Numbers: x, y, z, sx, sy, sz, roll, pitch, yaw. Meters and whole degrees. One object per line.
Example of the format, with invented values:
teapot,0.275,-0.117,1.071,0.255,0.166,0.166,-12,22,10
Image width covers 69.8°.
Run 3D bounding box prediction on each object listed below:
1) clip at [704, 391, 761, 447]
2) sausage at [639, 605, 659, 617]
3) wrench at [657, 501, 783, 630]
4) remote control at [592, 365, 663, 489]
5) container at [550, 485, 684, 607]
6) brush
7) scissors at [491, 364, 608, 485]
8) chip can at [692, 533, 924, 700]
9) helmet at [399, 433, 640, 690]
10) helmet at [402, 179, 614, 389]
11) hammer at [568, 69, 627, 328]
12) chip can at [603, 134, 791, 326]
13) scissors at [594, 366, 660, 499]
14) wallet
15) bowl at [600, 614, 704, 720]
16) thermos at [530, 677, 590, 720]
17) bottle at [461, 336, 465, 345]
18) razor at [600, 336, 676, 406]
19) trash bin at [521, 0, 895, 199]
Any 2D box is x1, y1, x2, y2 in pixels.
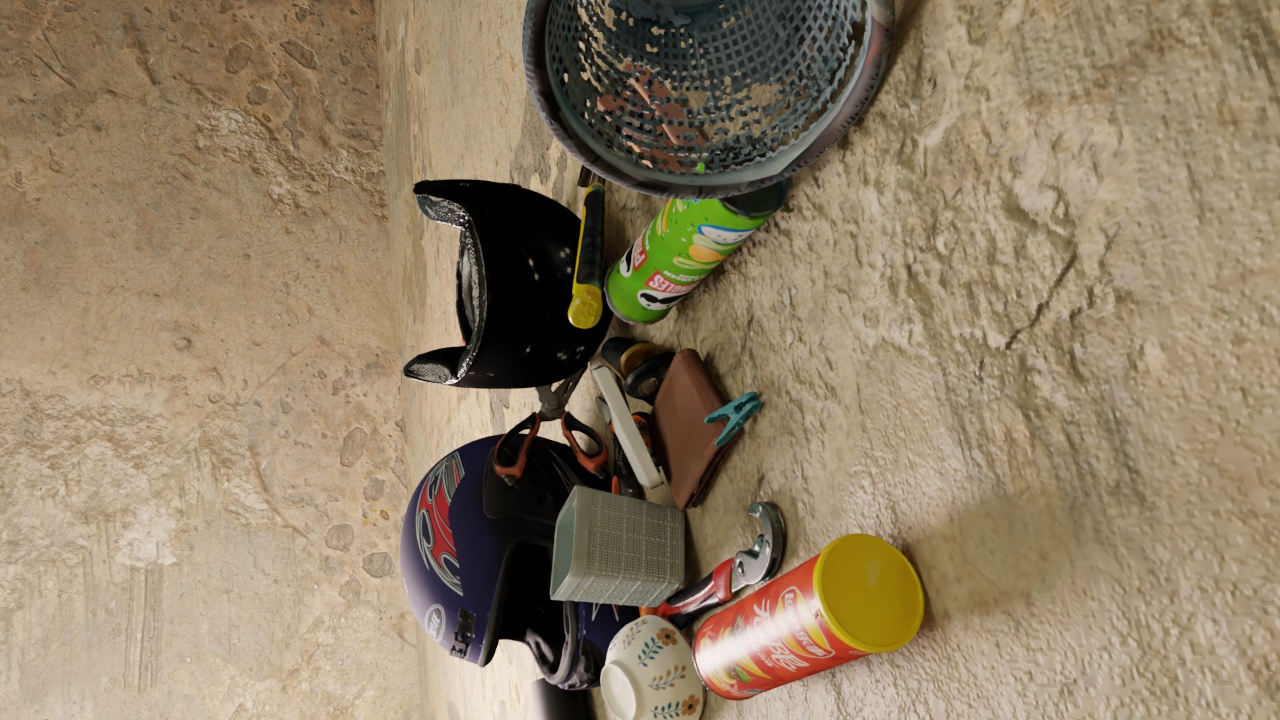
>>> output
clip,0.076,0.045,0.748,0.056,0.013,0.038,-43,54,28
sausage,0.011,0.269,0.942,0.021,0.021,0.165,141,124,-64
wrench,0.064,0.198,0.812,0.274,0.016,0.056,120,142,-53
remote control,-0.013,0.065,0.874,0.049,0.024,0.125,78,168,-79
container,-0.020,0.182,0.878,0.090,0.111,0.089,119,157,-53
brush,0.019,-0.199,0.812,0.145,0.063,0.073,57,157,34
scissors,-0.101,0.070,1.053,0.226,0.188,0.015,40,141,38
chip can,0.104,0.184,0.634,0.217,0.073,0.073,126,137,-57
helmet,-0.151,0.235,1.061,0.248,0.240,0.315,107,151,-43
helmet,-0.151,-0.083,1.050,0.274,0.230,0.234,-121,39,-70
hammer,-0.045,-0.155,0.925,0.126,0.032,0.322,110,167,-46
chip can,0.039,-0.102,0.777,0.237,0.072,0.072,139,126,-63
scissors,-0.015,0.083,0.999,0.229,0.021,0.220,151,120,-68
wallet,0.046,0.064,0.831,0.125,0.032,0.101,112,146,-46
bowl,0.002,0.308,0.876,0.114,0.062,0.113,18,113,49
thermos,-0.090,0.513,1.127,0.069,0.089,0.242,-44,49,40
bottle,-0.252,-0.055,1.527,0.206,0.059,0.059,156,111,-67
razor,-0.006,0.005,0.936,0.067,0.062,0.167,61,170,-17
trash bin,0.038,-0.257,0.619,0.227,0.226,0.194,113,160,-47
